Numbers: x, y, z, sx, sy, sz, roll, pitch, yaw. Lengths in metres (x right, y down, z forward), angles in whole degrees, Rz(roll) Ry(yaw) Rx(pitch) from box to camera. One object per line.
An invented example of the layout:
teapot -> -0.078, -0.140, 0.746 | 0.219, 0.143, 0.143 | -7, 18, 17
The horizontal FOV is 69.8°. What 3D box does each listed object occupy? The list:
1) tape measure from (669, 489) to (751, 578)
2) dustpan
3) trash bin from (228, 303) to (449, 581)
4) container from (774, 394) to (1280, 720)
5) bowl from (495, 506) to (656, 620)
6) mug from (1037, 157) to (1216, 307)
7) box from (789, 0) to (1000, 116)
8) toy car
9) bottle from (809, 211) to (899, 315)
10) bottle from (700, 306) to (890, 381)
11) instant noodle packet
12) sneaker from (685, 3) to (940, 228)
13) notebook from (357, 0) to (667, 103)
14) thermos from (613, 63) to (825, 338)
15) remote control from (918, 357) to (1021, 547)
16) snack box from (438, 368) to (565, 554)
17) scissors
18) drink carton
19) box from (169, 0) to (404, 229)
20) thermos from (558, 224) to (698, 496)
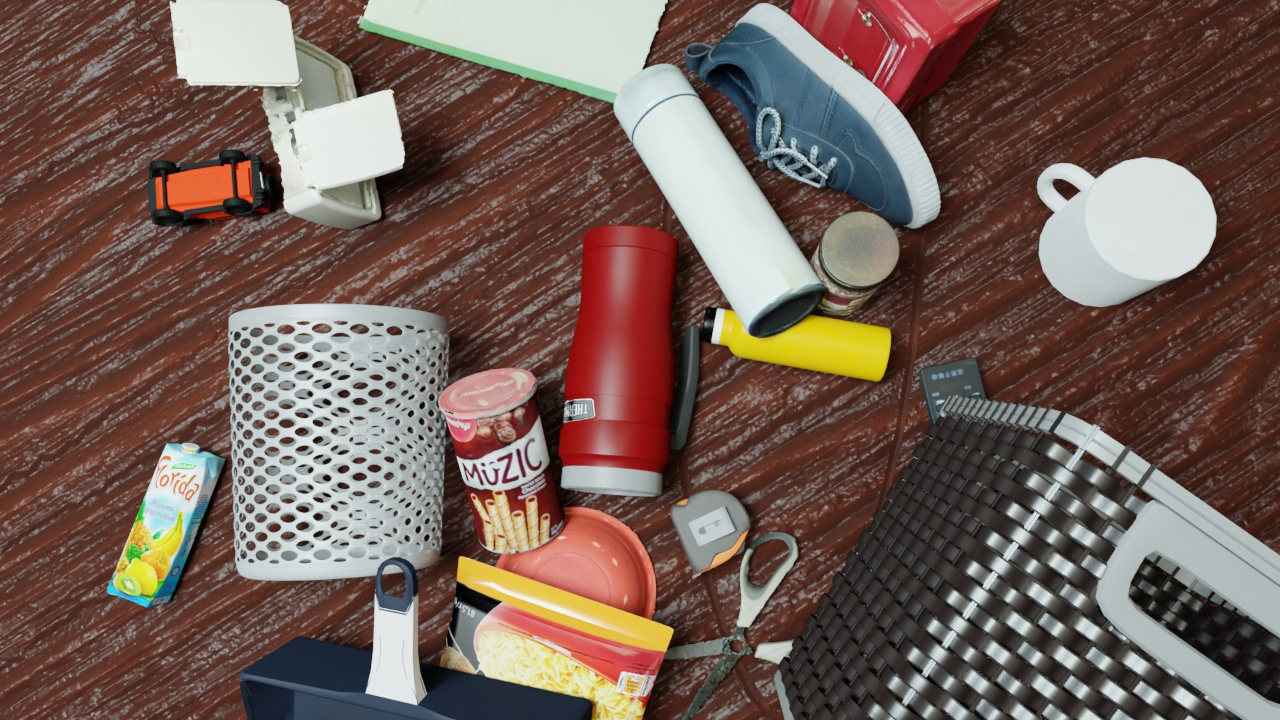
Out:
tape measure -> 0.056, 0.129, 0.708 | 0.059, 0.038, 0.058 | -23, 81, -1
dustpan -> -0.159, 0.258, 0.628 | 0.236, 0.080, 0.273 | 7, 96, 14
trash bin -> -0.220, 0.062, 0.678 | 0.156, 0.156, 0.183 | -2, 84, 3
container -> 0.251, 0.195, 0.575 | 0.247, 0.245, 0.243 | 36, 92, 3
bowl -> -0.054, 0.178, 0.704 | 0.130, 0.045, 0.130 | 0, 82, 3
mug -> 0.356, -0.105, 0.701 | 0.121, 0.090, 0.091 | 42, 85, 8
box -> 0.188, -0.265, 0.703 | 0.087, 0.158, 0.129 | -32, 82, -8
toy car -> -0.358, -0.141, 0.766 | 0.100, 0.049, 0.051 | -8, 82, 2
bottle -> 0.158, -0.071, 0.699 | 0.056, 0.105, 0.056 | 0, 81, 3
bottle -> 0.120, -0.017, 0.725 | 0.144, 0.043, 0.043 | 10, 82, 5
instant noodle packet -> -0.081, 0.268, 0.672 | 0.160, 0.032, 0.221 | 17, 101, 8
sneaker -> 0.134, -0.183, 0.729 | 0.087, 0.089, 0.235 | -40, 76, -7
notebook -> -0.099, -0.337, 0.802 | 0.252, 0.010, 0.181 | 18, 83, 6
thermos -> 0.057, -0.127, 0.712 | 0.068, 0.068, 0.230 | -28, 68, -2
remote control -> 0.256, 0.075, 0.716 | 0.047, 0.022, 0.150 | -11, 83, 1
snack box -> -0.100, 0.075, 0.682 | 0.072, 0.072, 0.121 | -9, 114, 1
scissors -> 0.091, 0.211, 0.707 | 0.157, 0.012, 0.171 | 18, 82, 6
drink carton -> -0.377, 0.129, 0.731 | 0.044, 0.038, 0.128 | 18, 83, 6
box -> -0.236, -0.191, 0.687 | 0.105, 0.187, 0.143 | -15, 86, 16
thermos -> -0.004, 0.004, 0.715 | 0.108, 0.084, 0.198 | 10, 78, -29
